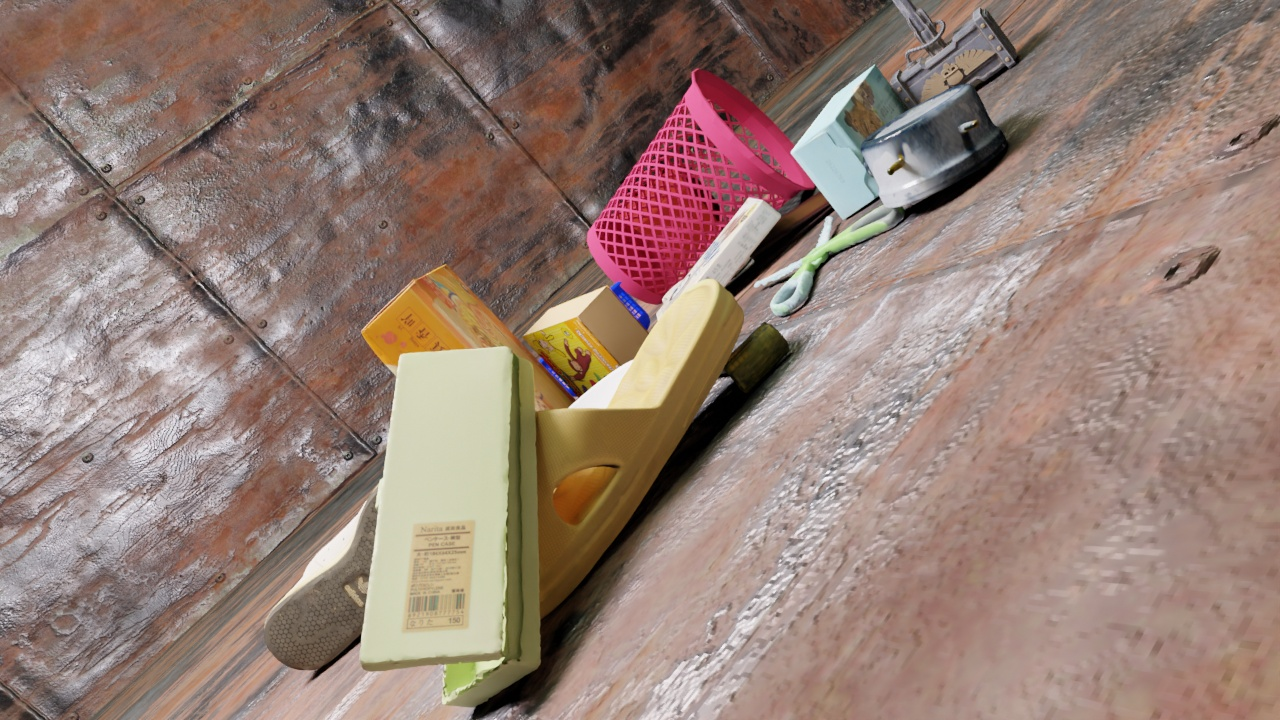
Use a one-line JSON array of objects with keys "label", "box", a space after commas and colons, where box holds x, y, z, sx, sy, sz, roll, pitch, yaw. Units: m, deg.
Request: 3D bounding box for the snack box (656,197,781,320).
[{"label": "snack box", "box": [0.072, -0.088, 0.872, 0.150, 0.026, 0.082, -52, 8, 7]}]

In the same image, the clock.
[{"label": "clock", "box": [0.199, -0.149, 0.635, 0.090, 0.052, 0.129, -28, 10, 20]}]

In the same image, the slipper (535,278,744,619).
[{"label": "slipper", "box": [-0.034, 0.047, 0.550, 0.263, 0.078, 0.100, -54, 19, -17]}]

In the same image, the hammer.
[{"label": "hammer", "box": [0.194, -0.362, 0.804, 0.099, 0.322, 0.044, -35, 11, 32]}]

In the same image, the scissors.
[{"label": "scissors", "box": [0.131, -0.078, 0.705, 0.168, 0.023, 0.172, -53, 12, -29]}]

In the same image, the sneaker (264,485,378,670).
[{"label": "sneaker", "box": [-0.225, 0.170, 0.818, 0.241, 0.089, 0.102, -45, 1, 5]}]

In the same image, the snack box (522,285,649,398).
[{"label": "snack box", "box": [-0.041, -0.011, 0.821, 0.040, 0.088, 0.126, -48, 16, -24]}]

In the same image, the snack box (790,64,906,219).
[{"label": "snack box", "box": [0.195, -0.197, 0.812, 0.053, 0.075, 0.174, -32, 13, 39]}]

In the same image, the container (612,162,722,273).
[{"label": "container", "box": [0.034, -0.205, 1.317, 0.148, 0.127, 0.200, -40, 20, 10]}]

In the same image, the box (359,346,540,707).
[{"label": "box", "box": [-0.088, 0.078, 0.485, 0.078, 0.089, 0.187, -25, 45, 21]}]

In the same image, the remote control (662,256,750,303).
[{"label": "remote control", "box": [0.069, -0.085, 0.974, 0.038, 0.018, 0.126, -48, 14, -35]}]

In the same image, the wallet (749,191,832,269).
[{"label": "wallet", "box": [0.153, -0.135, 0.884, 0.116, 0.018, 0.091, -36, 11, 11]}]

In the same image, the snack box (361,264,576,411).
[{"label": "snack box", "box": [-0.143, 0.018, 0.803, 0.081, 0.195, 0.145, -42, 10, 6]}]

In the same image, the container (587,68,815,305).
[{"label": "container", "box": [0.055, -0.185, 1.060, 0.226, 0.183, 0.182, -45, 7, 27]}]

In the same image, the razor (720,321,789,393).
[{"label": "razor", "box": [0.060, 0.002, 0.612, 0.042, 0.026, 0.106, -46, 6, -13]}]

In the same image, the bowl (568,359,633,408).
[{"label": "bowl", "box": [-0.027, 0.050, 0.675, 0.110, 0.040, 0.110, -40, 10, 8]}]

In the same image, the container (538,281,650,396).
[{"label": "container", "box": [-0.047, -0.018, 0.963, 0.114, 0.058, 0.096, -44, 3, 35]}]
